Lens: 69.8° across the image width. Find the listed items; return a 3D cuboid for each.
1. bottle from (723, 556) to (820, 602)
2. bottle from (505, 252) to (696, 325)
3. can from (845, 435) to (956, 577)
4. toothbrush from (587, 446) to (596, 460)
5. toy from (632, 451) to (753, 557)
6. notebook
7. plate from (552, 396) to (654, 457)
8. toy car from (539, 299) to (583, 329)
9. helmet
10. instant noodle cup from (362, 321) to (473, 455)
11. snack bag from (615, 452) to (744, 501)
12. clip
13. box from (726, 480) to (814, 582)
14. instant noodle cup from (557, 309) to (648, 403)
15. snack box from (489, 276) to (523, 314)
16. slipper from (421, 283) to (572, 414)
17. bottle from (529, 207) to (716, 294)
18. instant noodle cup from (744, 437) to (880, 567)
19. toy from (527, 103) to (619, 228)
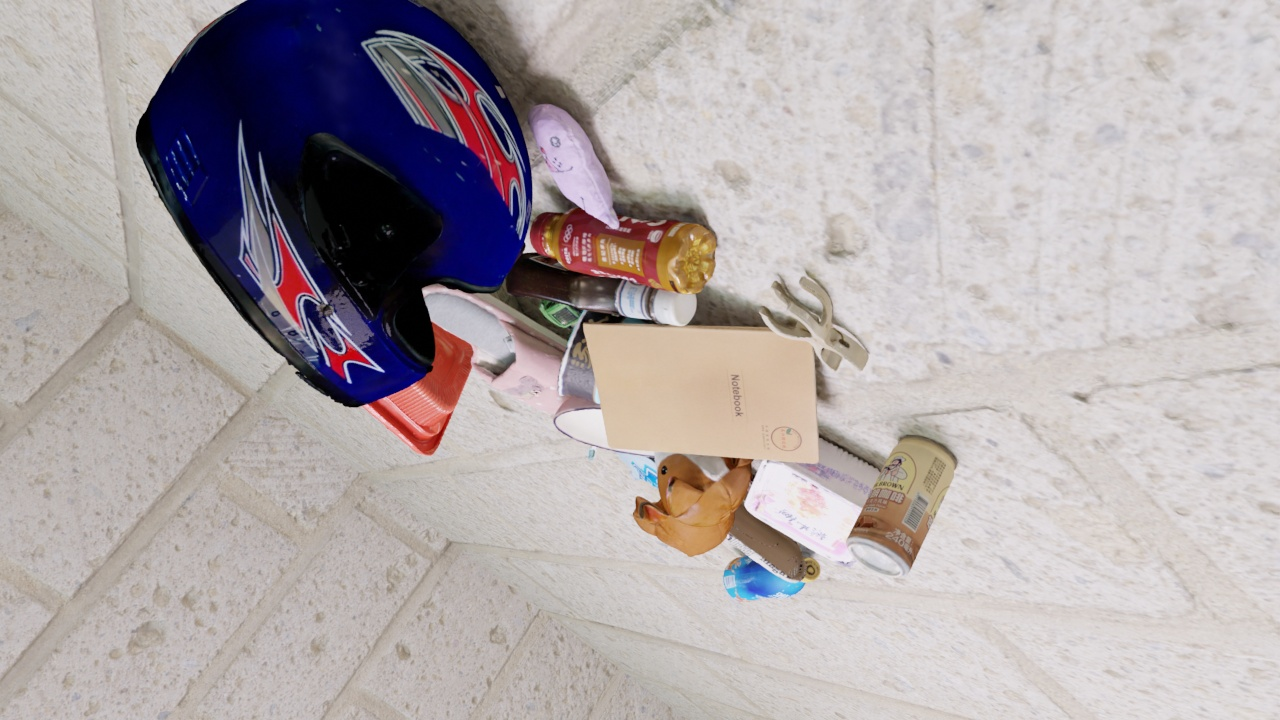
[{"bbox_3d":[0.181,0.291,1.250,0.065,0.065,0.219,37,156,-5],"label":"bottle"},{"bbox_3d":[-0.036,-0.066,0.844,0.195,0.079,0.044,15,106,38],"label":"bottle"},{"bbox_3d":[0.230,0.128,0.808,0.058,0.116,0.059,28,155,14],"label":"can"},{"bbox_3d":[-0.049,0.094,1.219,0.026,0.027,0.225,10,158,-9],"label":"toothbrush"},{"bbox_3d":[0.060,0.134,0.988,0.130,0.140,0.200,48,163,11],"label":"toy"},{"bbox_3d":[0.057,0.030,0.841,0.208,0.008,0.148,3,126,18],"label":"notebook"},{"bbox_3d":[-0.001,0.068,1.038,0.192,0.039,0.193,8,161,3],"label":"plate"},{"bbox_3d":[-0.079,-0.056,0.966,0.043,0.036,0.091,40,160,-15],"label":"toy car"},{"bbox_3d":[-0.202,-0.133,0.715,0.247,0.240,0.316,-113,-3,-54],"label":"helmet"},{"bbox_3d":[-0.268,-0.003,1.074,0.079,0.164,0.189,-22,127,31],"label":"instant noodle cup"},{"bbox_3d":[0.050,0.164,1.215,0.191,0.038,0.110,24,164,25],"label":"snack bag"},{"bbox_3d":[0.134,-0.026,0.750,0.082,0.034,0.104,8,154,41],"label":"clip"},{"bbox_3d":[0.144,0.206,1.108,0.163,0.087,0.076,36,171,-13],"label":"box"},{"bbox_3d":[-0.005,0.005,0.915,0.120,0.111,0.111,21,154,10],"label":"instant noodle cup"},{"bbox_3d":[-0.226,-0.084,1.091,0.183,0.045,0.178,22,154,26],"label":"snack box"},{"bbox_3d":[-0.139,0.000,1.043,0.114,0.054,0.274,-20,133,43],"label":"slipper"},{"bbox_3d":[-0.020,-0.097,0.781,0.175,0.057,0.057,15,150,37],"label":"bottle"},{"bbox_3d":[0.189,0.141,0.957,0.138,0.060,0.174,29,157,12],"label":"instant noodle cup"},{"bbox_3d":[-0.057,-0.161,0.734,0.084,0.039,0.108,39,167,42],"label":"toy"}]
